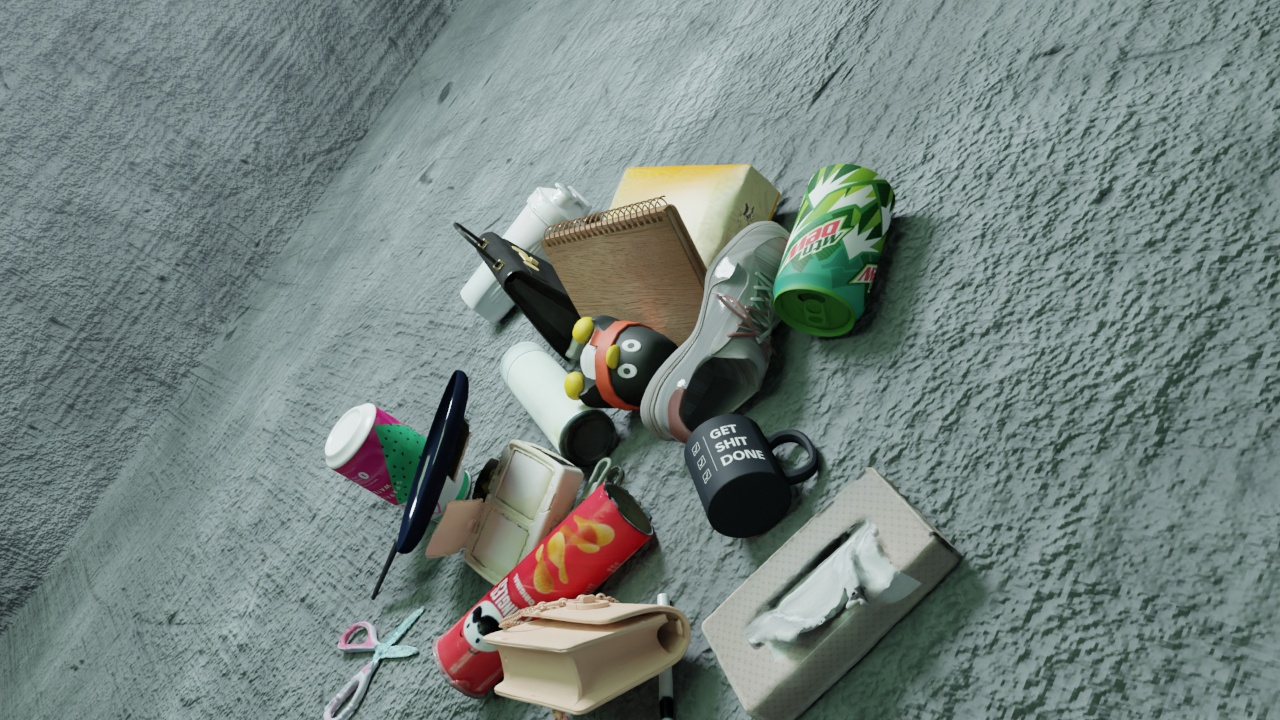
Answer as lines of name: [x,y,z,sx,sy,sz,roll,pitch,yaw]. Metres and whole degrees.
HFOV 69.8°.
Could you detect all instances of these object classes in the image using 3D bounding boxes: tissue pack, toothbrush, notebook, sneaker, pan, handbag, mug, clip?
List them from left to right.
pan: [-0.248,0.162,1.012,0.198,0.021,0.357,-90,24,-51]
handbag: [-0.162,-0.112,1.165,0.072,0.195,0.175,-48,32,4]
handbag: [-0.039,0.288,0.753,0.199,0.116,0.187,-18,84,54]
clip: [-0.043,0.135,0.924,0.023,0.047,0.076,-2,53,48]
toothbrush: [-0.048,-0.087,1.111,0.024,0.022,0.185,23,97,19]
notebook: [-0.008,-0.081,0.972,0.211,0.169,0.022,-3,32,50]
toothbrush: [0.018,0.268,0.725,0.017,0.012,0.186,-35,35,29]
sneaker: [0.092,-0.020,0.852,0.236,0.099,0.089,-61,32,-3]
mug: [0.096,0.090,0.767,0.105,0.071,0.077,-19,36,-1]
tissue pack: [0.128,0.165,0.647,0.181,0.071,0.104,-43,31,6]

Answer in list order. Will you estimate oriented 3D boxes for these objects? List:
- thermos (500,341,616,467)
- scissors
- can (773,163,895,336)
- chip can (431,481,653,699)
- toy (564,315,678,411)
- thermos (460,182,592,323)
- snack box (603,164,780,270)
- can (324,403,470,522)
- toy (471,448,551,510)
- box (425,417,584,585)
thermos: [-0.100,0.044,1.051,0.068,0.068,0.230,-50,31,1]
scissors: [-0.311,0.352,1.053,0.173,0.014,0.158,-14,46,40]
can: [0.176,-0.101,0.837,0.083,0.083,0.143,-9,51,47]
chip can: [-0.090,0.214,0.860,0.233,0.073,0.073,-44,32,9]
toy: [-0.006,0.006,0.945,0.119,0.099,0.097,0,77,44]
thermos: [-0.163,-0.158,1.319,0.221,0.099,0.099,-47,32,14]
snack box: [0.036,-0.141,1.016,0.196,0.080,0.145,11,75,46]
can: [-0.293,0.127,1.112,0.088,0.166,0.088,-32,36,27]
toy: [-0.141,0.131,1.025,0.100,0.062,0.076,-38,54,1]
box: [-0.176,0.139,0.946,0.194,0.101,0.143,21,89,41]
